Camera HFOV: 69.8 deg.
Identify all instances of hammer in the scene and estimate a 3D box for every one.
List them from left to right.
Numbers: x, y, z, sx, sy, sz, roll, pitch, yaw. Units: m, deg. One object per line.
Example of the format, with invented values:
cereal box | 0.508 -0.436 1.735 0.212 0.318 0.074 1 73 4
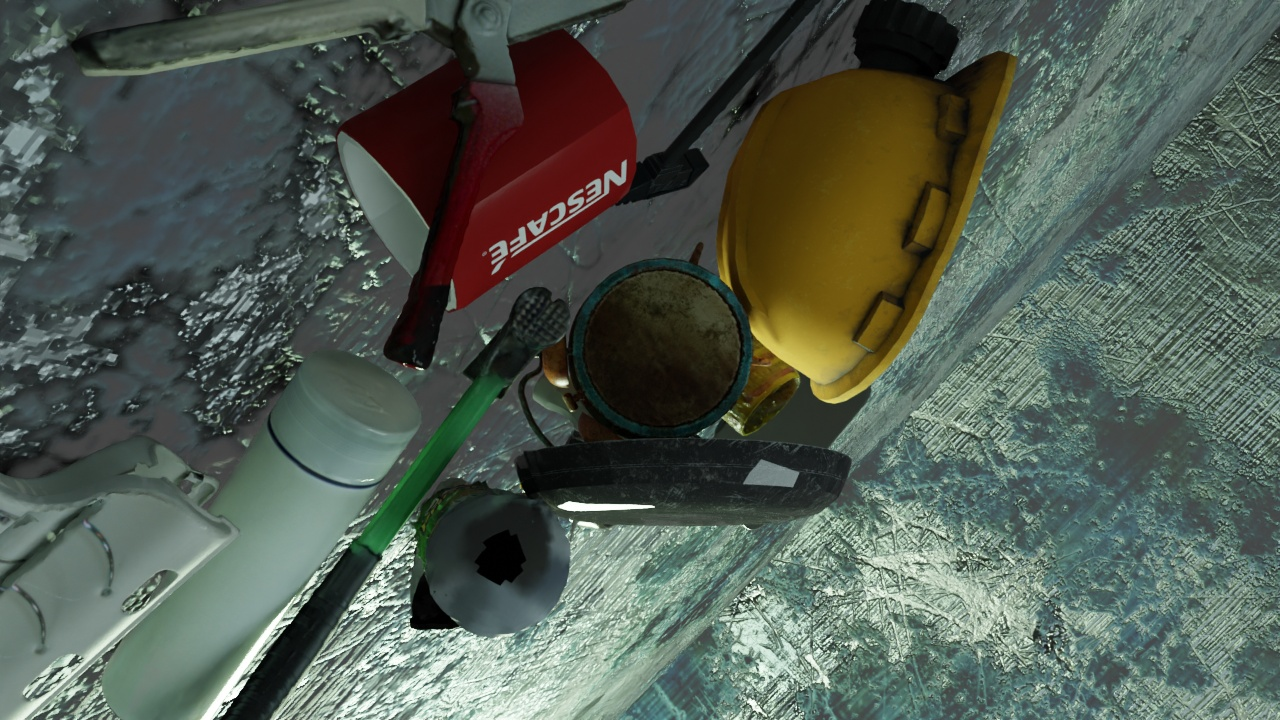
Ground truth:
hammer | -0.145 0.100 0.496 0.318 0.032 0.130 -56 -170 -12
hammer | 0.031 0.039 0.787 0.029 0.127 0.323 -61 164 14
hammer | 0.077 -0.173 0.438 0.094 0.015 0.326 -24 169 -40

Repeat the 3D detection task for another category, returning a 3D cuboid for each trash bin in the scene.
trash bin | 0.151 0.057 0.962 0.192 0.097 0.219 -53 174 13

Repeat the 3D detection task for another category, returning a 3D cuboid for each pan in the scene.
pan | -0.016 0.094 0.619 0.207 0.040 0.358 8 163 -30

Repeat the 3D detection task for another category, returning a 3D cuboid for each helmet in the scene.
helmet | 0.125 -0.111 0.617 0.205 0.131 0.255 -136 -111 -83

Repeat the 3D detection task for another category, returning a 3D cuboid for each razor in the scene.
razor | -0.149 0.148 0.706 0.057 0.060 0.156 -16 126 -34

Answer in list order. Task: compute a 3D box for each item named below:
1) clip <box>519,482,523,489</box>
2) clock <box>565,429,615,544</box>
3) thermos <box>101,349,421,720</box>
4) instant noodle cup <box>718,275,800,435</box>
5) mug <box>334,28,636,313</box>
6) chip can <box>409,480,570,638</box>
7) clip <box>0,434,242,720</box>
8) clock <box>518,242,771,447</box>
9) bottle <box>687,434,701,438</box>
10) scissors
clip | -0.086 0.114 0.794 0.054 0.046 0.048 -40 -176 -11
clock | -0.040 0.092 0.784 0.091 0.044 0.123 2 92 -70
thermos | -0.202 0.099 0.485 0.230 0.068 0.067 -52 159 15
instant noodle cup | 0.073 0.000 0.768 0.102 0.108 0.102 -36 158 -18
mug | -0.065 -0.076 0.403 0.096 0.080 0.117 -38 165 -20
chip can | -0.096 0.109 0.545 0.075 0.075 0.224 -40 -176 -16
clip | -0.242 0.088 0.374 0.126 0.110 0.151 -44 170 -13
clock | -0.004 0.004 0.607 0.157 0.121 0.073 -30 179 -5
bottle | 0.030 0.100 0.972 0.115 0.041 0.041 -14 143 -55
scissors | -0.088 -0.099 0.316 0.179 0.015 0.199 12 85 -28
